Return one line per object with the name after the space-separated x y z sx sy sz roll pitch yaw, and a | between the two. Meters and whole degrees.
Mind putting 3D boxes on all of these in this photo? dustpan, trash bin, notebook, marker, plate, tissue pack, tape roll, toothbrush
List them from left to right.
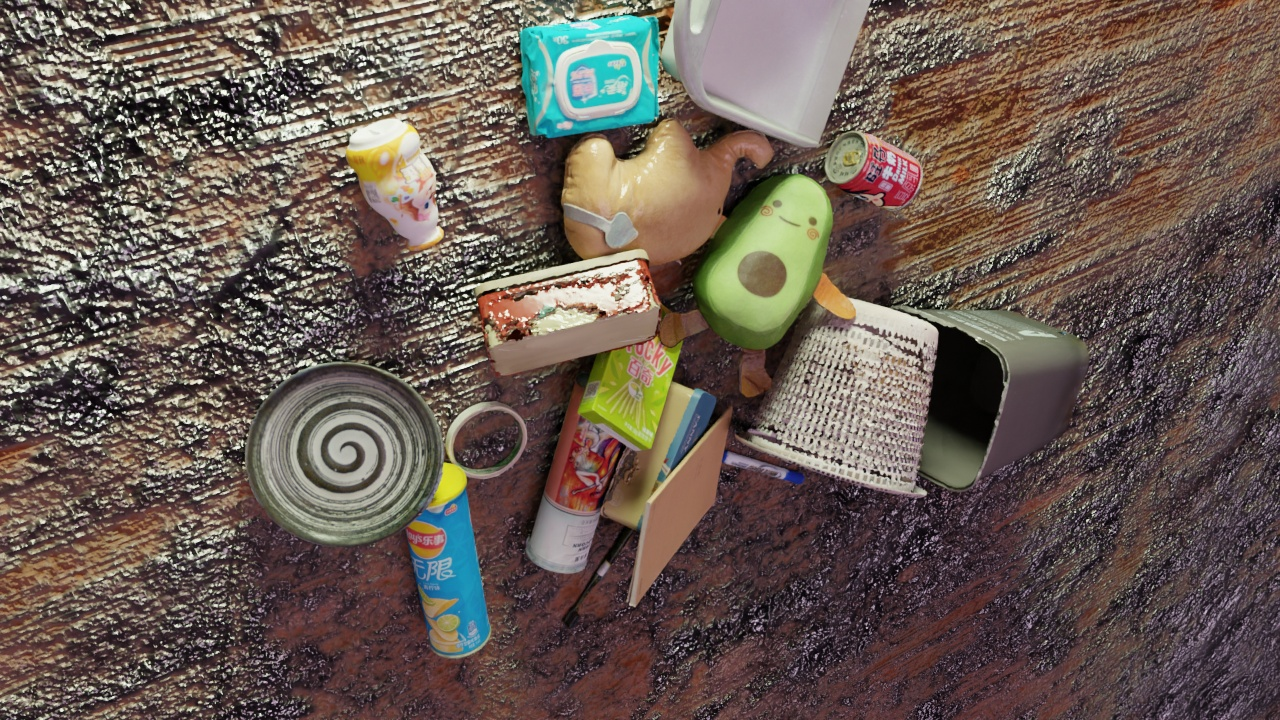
-0.276 0.089 0.866 0.179 0.024 0.179 -1 98 -9 | plate
-0.161 0.084 0.961 0.085 0.014 0.086 -13 120 -24 | tape roll
-0.043 -0.258 0.833 0.133 0.050 0.093 -16 120 -23 | tissue pack
-0.039 0.249 1.113 0.012 0.017 0.186 30 97 -34 | toothbrush
0.048 0.160 1.038 0.210 0.012 0.150 -42 147 -51 | notebook
0.155 0.136 1.169 0.145 0.017 0.017 20 103 -35 | marker
0.126 -0.312 0.819 0.257 0.142 0.223 10 110 -25 | dustpan
0.244 0.034 1.062 0.227 0.228 0.192 15 93 -35 | trash bin
0.433 0.031 1.176 0.219 0.199 0.199 -9 118 -33 | trash bin

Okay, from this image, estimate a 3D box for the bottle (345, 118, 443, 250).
-0.206 -0.149 0.788 0.063 0.063 0.108 -29 125 -15 | bottle

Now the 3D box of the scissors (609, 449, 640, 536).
-0.010 0.165 1.081 0.146 0.014 0.172 15 100 -33 | scissors

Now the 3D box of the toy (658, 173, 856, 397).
0.127 -0.094 0.976 0.227 0.090 0.246 28 85 -12 | toy

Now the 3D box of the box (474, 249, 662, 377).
-0.066 -0.038 0.872 0.168 0.080 0.091 -14 159 -7 | box

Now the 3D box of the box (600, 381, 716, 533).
0.023 0.099 1.011 0.184 0.061 0.089 -66 162 2 | box

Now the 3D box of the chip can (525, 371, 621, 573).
-0.065 0.122 1.002 0.071 0.071 0.215 6 110 -32 | chip can

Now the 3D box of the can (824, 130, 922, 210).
0.258 -0.211 1.021 0.093 0.066 0.066 15 106 -35 | can

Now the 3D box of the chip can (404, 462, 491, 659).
-0.204 0.213 0.966 0.071 0.071 0.210 -16 121 -22 | chip can

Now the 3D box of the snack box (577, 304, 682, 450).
-0.006 0.006 0.945 0.085 0.026 0.156 37 56 -31 | snack box

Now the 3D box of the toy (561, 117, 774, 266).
0.027 -0.163 0.904 0.225 0.082 0.144 -17 123 -24 | toy
